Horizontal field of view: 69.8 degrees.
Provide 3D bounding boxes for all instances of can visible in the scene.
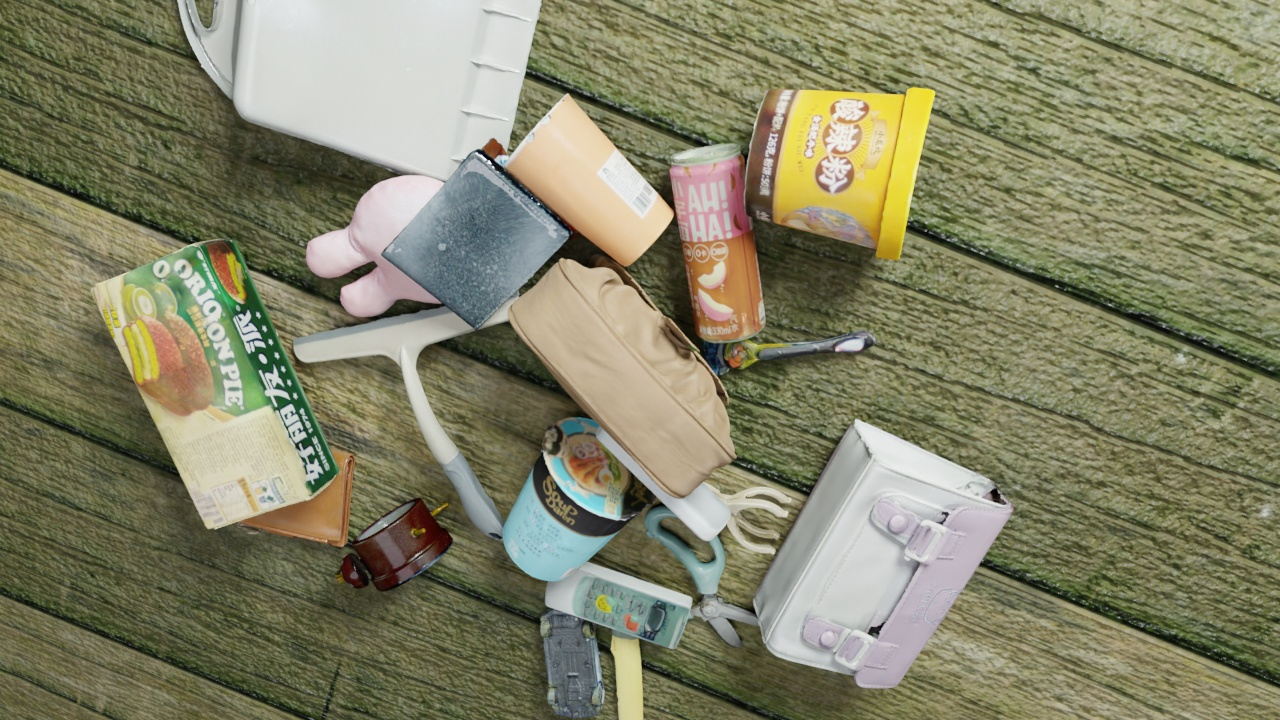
[{"bbox_3d":[0.061,-0.090,0.716,0.058,0.057,0.147,-6,111,12],"label":"can"}]

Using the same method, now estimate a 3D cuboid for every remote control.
[{"bbox_3d":[0.019,0.097,0.786,0.136,0.055,0.020,43,113,8],"label":"remote control"},{"bbox_3d":[-0.022,0.227,0.862,0.135,0.019,0.056,19,115,3],"label":"remote control"}]

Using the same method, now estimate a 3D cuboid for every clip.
[{"bbox_3d":[0.089,0.123,0.813,0.104,0.034,0.089,37,117,2],"label":"clip"}]

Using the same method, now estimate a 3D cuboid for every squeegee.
[{"bbox_3d":[-0.175,0.074,0.825,0.247,0.039,0.247,-9,116,24],"label":"squeegee"}]

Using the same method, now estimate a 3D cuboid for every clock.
[{"bbox_3d":[-0.235,0.177,0.866,0.122,0.082,0.055,-27,100,18],"label":"clock"}]

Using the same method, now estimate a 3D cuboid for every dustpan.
[{"bbox_3d":[-0.228,-0.272,0.721,0.257,0.142,0.223,6,116,-25],"label":"dustpan"}]

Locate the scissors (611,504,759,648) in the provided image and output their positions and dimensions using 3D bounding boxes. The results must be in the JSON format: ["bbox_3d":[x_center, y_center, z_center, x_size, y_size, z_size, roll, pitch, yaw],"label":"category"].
[{"bbox_3d":[0.027,0.222,0.873,0.177,0.019,0.174,-28,106,18],"label":"scissors"}]

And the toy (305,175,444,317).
[{"bbox_3d":[-0.198,-0.090,0.758,0.160,0.054,0.121,-16,128,20],"label":"toy"}]

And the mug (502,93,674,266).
[{"bbox_3d":[-0.037,-0.134,0.708,0.123,0.078,0.078,41,113,-11],"label":"mug"}]

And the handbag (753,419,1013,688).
[{"bbox_3d":[0.202,0.171,0.775,0.145,0.098,0.197,19,111,-13],"label":"handbag"}]

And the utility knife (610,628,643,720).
[{"bbox_3d":[-0.013,0.335,0.925,0.031,0.019,0.175,4,112,13],"label":"utility knife"}]

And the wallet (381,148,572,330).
[{"bbox_3d":[-0.126,-0.090,0.706,0.097,0.019,0.121,40,114,-20],"label":"wallet"}]

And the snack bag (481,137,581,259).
[{"bbox_3d":[-0.097,-0.127,0.743,0.045,0.026,0.105,-43,102,7],"label":"snack bag"}]

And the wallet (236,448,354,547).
[{"bbox_3d":[-0.346,0.124,0.891,0.132,0.031,0.108,12,110,5],"label":"wallet"}]

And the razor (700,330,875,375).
[{"bbox_3d":[0.121,-0.009,0.759,0.143,0.022,0.043,-5,113,11],"label":"razor"}]

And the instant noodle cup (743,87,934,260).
[{"bbox_3d":[0.140,-0.140,0.656,0.114,0.118,0.119,13,114,14],"label":"instant noodle cup"}]

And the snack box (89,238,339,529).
[{"bbox_3d":[-0.375,0.022,0.819,0.114,0.063,0.240,-19,100,12],"label":"snack box"}]

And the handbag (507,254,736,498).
[{"bbox_3d":[-0.004,0.004,0.721,0.100,0.147,0.204,-40,101,9],"label":"handbag"}]

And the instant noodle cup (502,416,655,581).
[{"bbox_3d":[-0.063,0.129,0.809,0.111,0.111,0.121,34,122,-5],"label":"instant noodle cup"}]

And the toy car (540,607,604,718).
[{"bbox_3d":[-0.067,0.297,0.910,0.054,0.036,0.121,-4,101,12],"label":"toy car"}]
